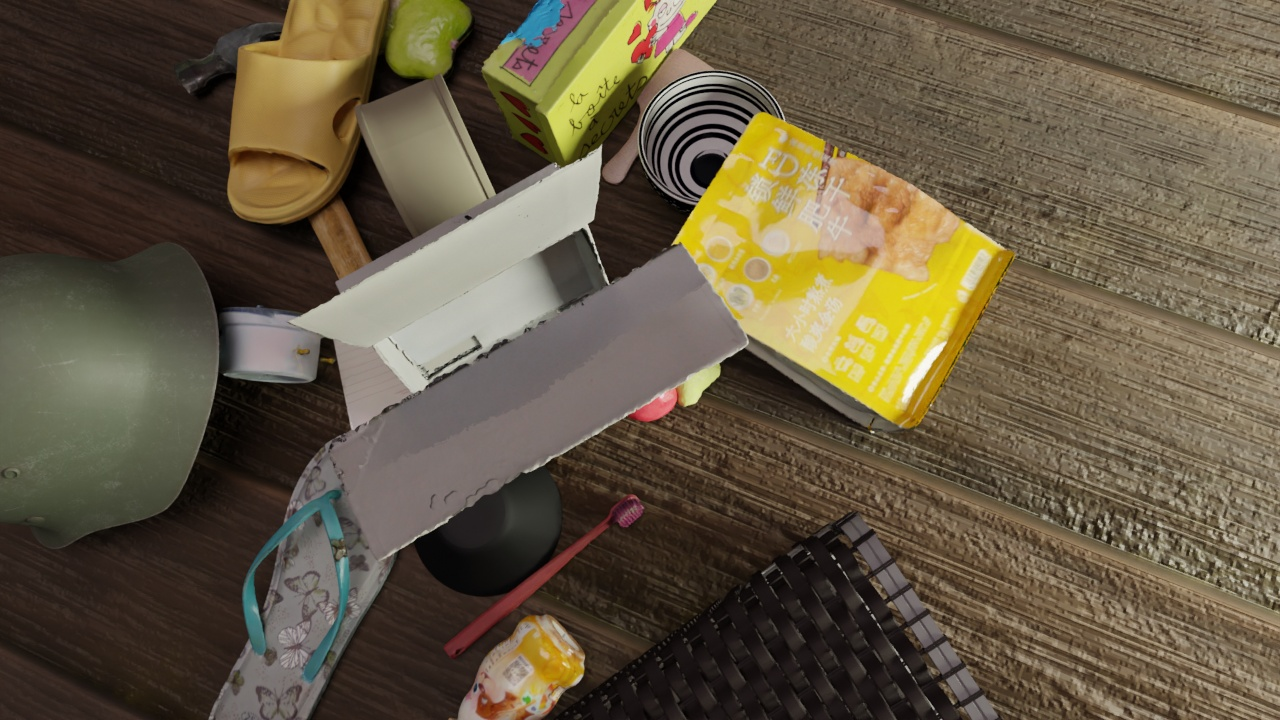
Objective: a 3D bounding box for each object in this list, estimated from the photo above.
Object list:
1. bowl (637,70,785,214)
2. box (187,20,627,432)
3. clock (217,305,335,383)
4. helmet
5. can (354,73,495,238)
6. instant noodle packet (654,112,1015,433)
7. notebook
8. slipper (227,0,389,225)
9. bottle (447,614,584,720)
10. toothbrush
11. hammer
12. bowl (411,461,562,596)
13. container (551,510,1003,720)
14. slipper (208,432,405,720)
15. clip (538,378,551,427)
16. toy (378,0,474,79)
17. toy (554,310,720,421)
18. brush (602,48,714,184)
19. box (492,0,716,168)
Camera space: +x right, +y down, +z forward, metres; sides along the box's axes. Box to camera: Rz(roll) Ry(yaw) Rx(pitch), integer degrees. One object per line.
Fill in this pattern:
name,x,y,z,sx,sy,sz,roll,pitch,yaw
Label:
bowl,0.060,-0.171,0.765,0.120,0.066,0.120,-1,76,4
box,-0.102,-0.062,0.532,0.166,0.419,0.108,-31,77,-5
clock,-0.317,-0.014,0.752,0.117,0.083,0.057,2,83,4
helmet,-0.460,0.024,0.689,0.268,0.153,0.227,-52,57,19
can,-0.170,-0.161,0.751,0.073,0.128,0.127,-24,76,-4
instant noodle packet,0.142,-0.069,0.703,0.221,0.084,0.163,33,82,-2
notebook,-0.165,0.015,0.739,0.153,0.012,0.208,-22,60,1
slipper,-0.279,-0.241,0.766,0.099,0.078,0.263,12,79,5
bottle,-0.094,0.242,0.680,0.109,0.063,0.063,-43,77,-6
toothbrush,-0.074,0.170,0.718,0.189,0.016,0.016,-38,34,-5
hammer,-0.290,-0.166,0.803,0.132,0.033,0.330,-29,73,-5
bowl,-0.126,0.121,0.717,0.124,0.052,0.124,-1,76,4
container,0.091,0.268,0.569,0.243,0.247,0.245,-32,76,0
slipper,-0.258,0.187,0.714,0.098,0.055,0.268,17,80,6
clip,-0.080,0.041,0.750,0.045,0.025,0.061,-7,83,4
toy,-0.213,-0.302,0.833,0.118,0.043,0.092,22,82,13
toy,-0.004,0.004,0.739,0.135,0.045,0.091,-9,74,-4
brush,0.012,-0.209,0.808,0.050,0.015,0.135,36,88,11
box,-0.029,-0.275,0.771,0.079,0.124,0.220,33,80,14
